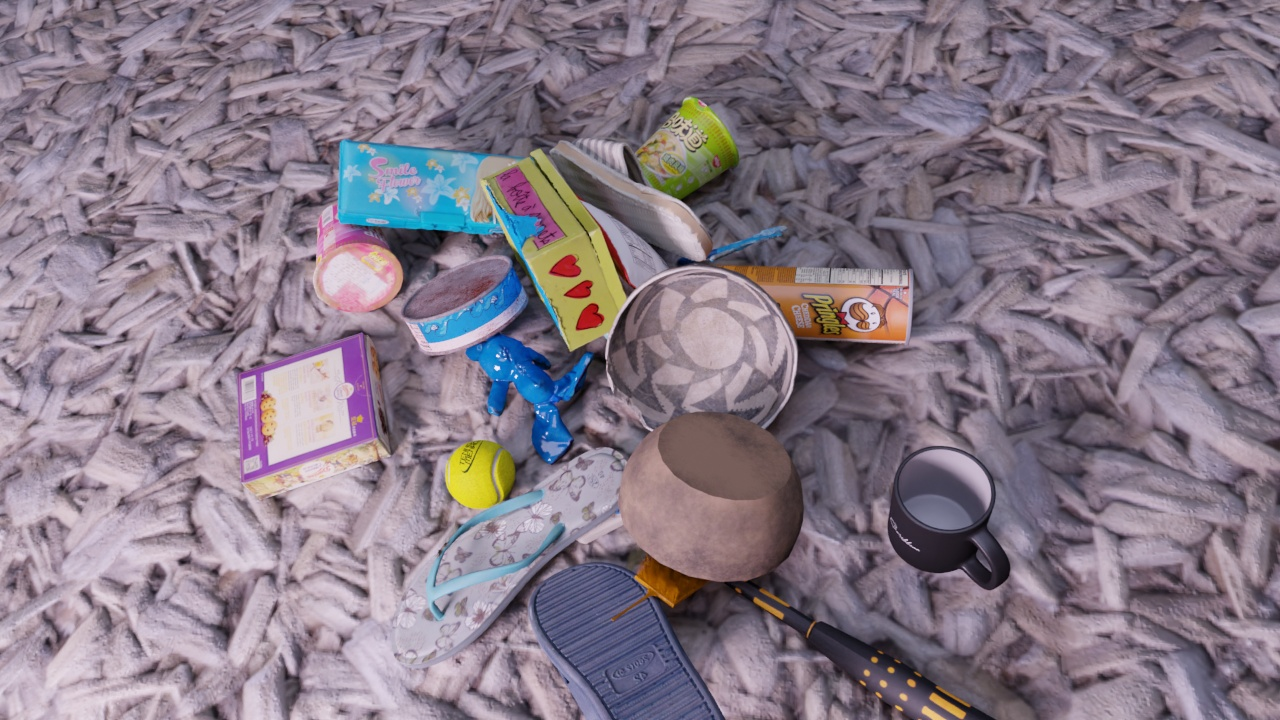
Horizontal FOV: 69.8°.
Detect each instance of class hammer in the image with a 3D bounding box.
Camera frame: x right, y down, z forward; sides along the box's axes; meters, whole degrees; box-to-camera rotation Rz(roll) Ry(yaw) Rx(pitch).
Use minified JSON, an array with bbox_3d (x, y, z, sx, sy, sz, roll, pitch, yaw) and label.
[{"bbox_3d":[0.141,0.226,0.761,0.321,0.036,0.123,29,67,29],"label":"hammer"}]

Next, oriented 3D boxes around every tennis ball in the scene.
[{"bbox_3d":[-0.153,0.109,0.877,0.065,0.065,0.065,-5,55,8],"label":"tennis ball"}]

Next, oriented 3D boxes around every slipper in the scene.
[{"bbox_3d":[-0.009,-0.181,0.996,0.054,0.114,0.273,-40,44,-11],"label":"slipper"},{"bbox_3d":[-0.126,0.163,0.831,0.268,0.055,0.098,-39,45,-11],"label":"slipper"},{"bbox_3d":[-0.004,0.257,0.732,0.101,0.082,0.263,-28,32,-15],"label":"slipper"}]

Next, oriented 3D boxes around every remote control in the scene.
[{"bbox_3d":[-0.011,0.131,0.864,0.125,0.018,0.038,-25,55,-7],"label":"remote control"}]

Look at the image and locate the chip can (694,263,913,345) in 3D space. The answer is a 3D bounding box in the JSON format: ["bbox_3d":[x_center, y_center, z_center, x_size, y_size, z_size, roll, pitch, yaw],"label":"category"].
[{"bbox_3d":[0.159,-0.057,0.921,0.215,0.075,0.075,3,57,13],"label":"chip can"}]

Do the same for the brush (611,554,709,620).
[{"bbox_3d":[0.025,0.178,0.759,0.048,0.017,0.126,30,35,32],"label":"brush"}]

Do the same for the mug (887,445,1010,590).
[{"bbox_3d":[0.259,0.138,0.761,0.078,0.088,0.113,-31,56,-10],"label":"mug"}]

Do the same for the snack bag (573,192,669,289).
[{"bbox_3d":[-0.005,-0.106,0.958,0.039,0.130,0.144,-40,55,14],"label":"snack bag"}]

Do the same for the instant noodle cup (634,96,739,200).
[{"bbox_3d":[0.042,-0.231,1.058,0.108,0.099,0.099,-40,58,-6],"label":"instant noodle cup"}]

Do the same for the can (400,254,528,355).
[{"bbox_3d":[-0.187,-0.061,0.978,0.130,0.044,0.129,-19,28,10],"label":"can"}]

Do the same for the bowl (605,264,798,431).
[{"bbox_3d":[0.062,-0.013,0.878,0.178,0.179,0.081,1,23,12],"label":"bowl"}]

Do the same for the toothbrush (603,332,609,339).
[{"bbox_3d":[-0.006,0.006,0.947,0.022,0.017,0.135,-29,55,-13],"label":"toothbrush"}]

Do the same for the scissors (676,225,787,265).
[{"bbox_3d":[0.100,-0.122,0.987,0.140,0.011,0.133,-11,14,36],"label":"scissors"}]

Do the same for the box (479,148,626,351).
[{"bbox_3d":[-0.087,-0.118,0.951,0.082,0.124,0.221,-28,36,-7],"label":"box"}]

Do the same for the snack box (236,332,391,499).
[{"bbox_3d":[-0.345,0.056,0.966,0.148,0.041,0.143,-18,55,-2],"label":"snack box"}]

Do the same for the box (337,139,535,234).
[{"bbox_3d":[-0.233,-0.219,1.074,0.227,0.086,0.169,2,43,-17],"label":"box"}]

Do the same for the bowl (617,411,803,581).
[{"bbox_3d":[0.065,0.107,0.791,0.162,0.070,0.162,8,34,-6],"label":"bowl"}]

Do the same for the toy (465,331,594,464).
[{"bbox_3d":[-0.116,0.011,0.937,0.176,0.071,0.112,38,82,30],"label":"toy"}]

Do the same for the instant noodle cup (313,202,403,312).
[{"bbox_3d":[-0.332,-0.126,1.061,0.097,0.098,0.108,-22,48,-4],"label":"instant noodle cup"}]
